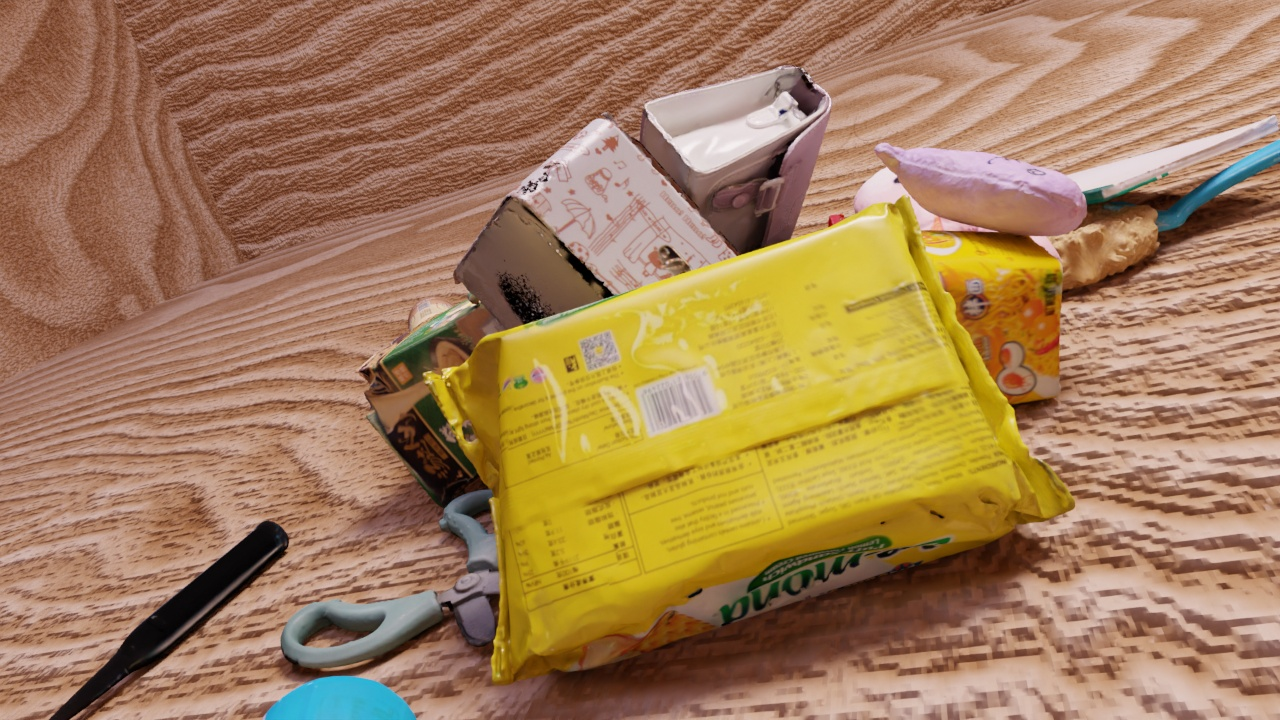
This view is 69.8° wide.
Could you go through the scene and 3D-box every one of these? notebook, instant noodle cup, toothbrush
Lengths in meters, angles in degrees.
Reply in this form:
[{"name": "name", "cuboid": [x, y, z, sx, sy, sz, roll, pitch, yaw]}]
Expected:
[{"name": "notebook", "cuboid": [0.328, -0.132, 0.690, 0.150, 0.012, 0.209, -21, 6, -14]}, {"name": "instant noodle cup", "cuboid": [0.157, -0.022, 0.506, 0.124, 0.116, 0.115, -5, 20, 9]}, {"name": "toothbrush", "cuboid": [-0.298, 0.169, 0.561, 0.026, 0.027, 0.212, 32, 34, 7]}]

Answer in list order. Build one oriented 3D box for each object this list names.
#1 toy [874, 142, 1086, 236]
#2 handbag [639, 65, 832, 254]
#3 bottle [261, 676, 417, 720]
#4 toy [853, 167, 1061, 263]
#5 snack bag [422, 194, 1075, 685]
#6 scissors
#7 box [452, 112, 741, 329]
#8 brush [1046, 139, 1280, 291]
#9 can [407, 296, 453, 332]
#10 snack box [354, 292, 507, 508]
[{"name": "toy", "cuboid": [0.190, -0.090, 0.498, 0.083, 0.039, 0.108, 17, 6, -40]}, {"name": "handbag", "cuboid": [0.073, -0.133, 0.760, 0.144, 0.098, 0.197, -30, -24, -19]}, {"name": "bottle", "cuboid": [-0.099, 0.179, 0.264, 0.065, 0.065, 0.218, -22, 18, -5]}, {"name": "toy", "cuboid": [0.210, -0.093, 0.607, 0.121, 0.054, 0.159, -9, 36, 0]}, {"name": "snack bag", "cuboid": [0.035, 0.030, 0.401, 0.246, 0.158, 0.068, -19, -21, 4]}, {"name": "scissors", "cuboid": [-0.127, 0.128, 0.513, 0.181, 0.019, 0.170, -23, 20, -9]}, {"name": "box", "cuboid": [0.018, -0.060, 0.565, 0.197, 0.181, 0.158, -45, 5, -31]}, {"name": "brush", "cuboid": [0.367, -0.110, 0.605, 0.255, 0.046, 0.083, -24, 15, 6]}, {"name": "can", "cuboid": [-0.220, -0.032, 0.991, 0.058, 0.058, 0.116, -24, 19, -10]}, {"name": "snack box", "cuboid": [-0.105, 0.013, 0.618, 0.106, 0.117, 0.118, -30, 11, 39]}]
